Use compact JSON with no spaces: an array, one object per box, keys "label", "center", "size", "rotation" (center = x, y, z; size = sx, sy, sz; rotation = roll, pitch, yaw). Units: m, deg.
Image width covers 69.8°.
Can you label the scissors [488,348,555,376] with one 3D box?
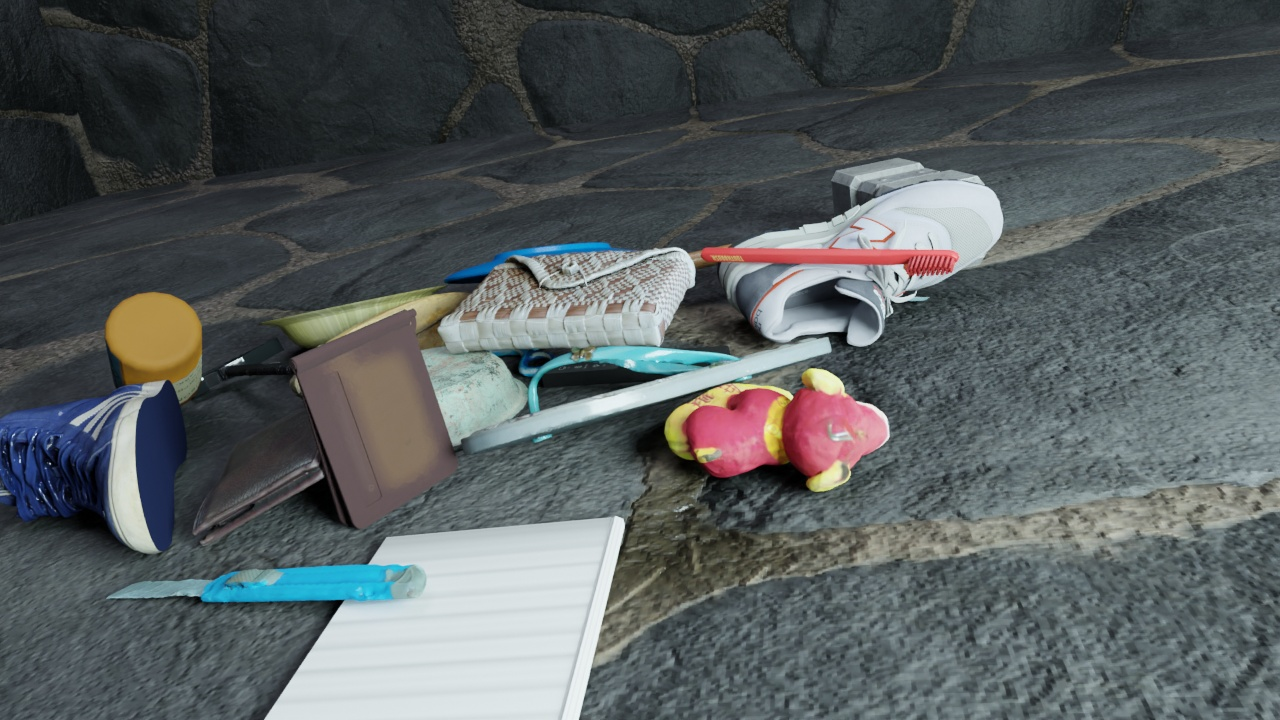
[{"label":"scissors","center":[-0.112,-0.007,0.820],"size":[0.134,0.011,0.139],"rotation":[-14,21,-15]}]

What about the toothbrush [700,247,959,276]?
[{"label":"toothbrush","center":[0.135,-0.076,0.703],"size":[0.213,0.012,0.017],"rotation":[6,58,36]}]

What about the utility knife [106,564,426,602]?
[{"label":"utility knife","center":[-0.209,0.124,0.505],"size":[0.222,0.015,0.031],"rotation":[-9,16,21]}]

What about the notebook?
[{"label":"notebook","center":[-0.091,0.138,0.432],"size":[0.143,0.009,0.209],"rotation":[-7,21,10]}]

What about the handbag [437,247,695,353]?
[{"label":"handbag","center":[-0.057,-0.052,0.735],"size":[0.186,0.047,0.123],"rotation":[-1,31,18]}]

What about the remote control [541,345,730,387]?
[{"label":"remote control","center":[-0.004,0.004,0.734],"size":[0.150,0.013,0.034],"rotation":[-4,21,15]}]

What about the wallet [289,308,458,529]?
[{"label":"wallet","center":[-0.164,0.036,0.580],"size":[0.018,0.116,0.091],"rotation":[6,26,38]}]

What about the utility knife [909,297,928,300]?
[{"label":"utility knife","center":[0.168,-0.052,0.809],"size":[0.166,0.015,0.022],"rotation":[2,23,21]}]

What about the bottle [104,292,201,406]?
[{"label":"bottle","center":[-0.406,0.006,0.772],"size":[0.067,0.068,0.157],"rotation":[-24,-11,-32]}]

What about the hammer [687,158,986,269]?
[{"label":"hammer","center":[0.146,-0.116,0.883],"size":[0.317,0.083,0.162],"rotation":[-13,21,-9]}]

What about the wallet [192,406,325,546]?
[{"label":"wallet","center":[-0.240,0.067,0.620],"size":[0.099,0.031,0.119],"rotation":[-30,22,7]}]

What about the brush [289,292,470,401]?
[{"label":"brush","center":[-0.225,-0.014,0.821],"size":[0.043,0.059,0.194],"rotation":[-6,20,48]}]

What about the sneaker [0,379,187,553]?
[{"label":"sneaker","center":[-0.384,0.073,0.615],"size":[0.118,0.091,0.233],"rotation":[-12,20,-19]}]

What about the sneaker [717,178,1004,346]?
[{"label":"sneaker","center":[0.184,-0.066,0.741],"size":[0.240,0.089,0.124],"rotation":[-14,34,10]}]

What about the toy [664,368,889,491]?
[{"label":"toy","center":[0.071,0.040,0.545],"size":[0.138,0.067,0.105],"rotation":[2,20,45]}]

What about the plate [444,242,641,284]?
[{"label":"plate","center":[-0.090,-0.103,0.947],"size":[0.224,0.024,0.224],"rotation":[-6,4,0]}]

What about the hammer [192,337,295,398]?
[{"label":"hammer","center":[-0.300,0.004,0.753],"size":[0.094,0.015,0.326],"rotation":[-34,18,-31]}]

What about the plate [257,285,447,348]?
[{"label":"plate","center":[-0.279,-0.038,0.910],"size":[0.184,0.036,0.184],"rotation":[-12,6,1]}]

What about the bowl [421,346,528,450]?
[{"label":"bowl","center":[-0.167,0.026,0.714],"size":[0.157,0.038,0.157],"rotation":[-9,21,3]}]

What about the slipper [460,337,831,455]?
[{"label":"slipper","center":[0.007,0.007,0.626],"size":[0.268,0.054,0.098],"rotation":[-14,-2,-16]}]
